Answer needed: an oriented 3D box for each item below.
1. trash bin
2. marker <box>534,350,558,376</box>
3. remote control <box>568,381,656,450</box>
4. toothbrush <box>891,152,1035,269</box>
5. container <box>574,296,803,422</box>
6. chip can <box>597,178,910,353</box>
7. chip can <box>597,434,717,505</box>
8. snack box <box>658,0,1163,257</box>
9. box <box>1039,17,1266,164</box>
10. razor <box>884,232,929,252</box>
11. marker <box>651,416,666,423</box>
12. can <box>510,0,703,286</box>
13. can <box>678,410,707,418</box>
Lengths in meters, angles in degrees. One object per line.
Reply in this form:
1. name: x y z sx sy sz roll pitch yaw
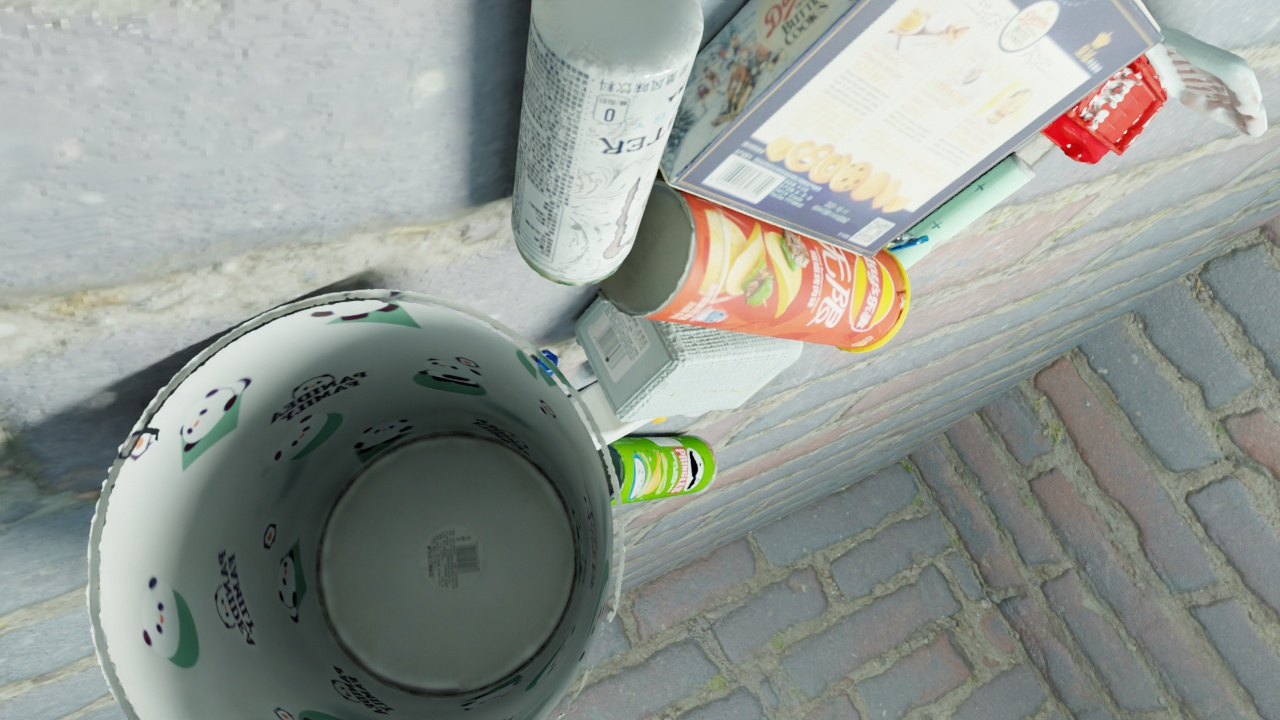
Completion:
1. trash bin: -0.128 0.108 0.515 0.229 0.229 0.252 -26 169 -9
2. marker: -0.089 0.034 0.685 0.016 0.017 0.146 -18 161 -31
3. remote control: -0.047 0.051 0.745 0.125 0.049 0.024 -29 161 1
4. toothbrush: 0.234 -0.098 0.790 0.225 0.027 0.026 -39 166 31
5. container: 0.028 -0.016 0.604 0.111 0.090 0.090 -8 154 -42
6. chip can: 0.072 -0.048 0.521 0.216 0.073 0.073 7 143 -47
7. chip can: 0.005 0.115 0.981 0.072 0.072 0.235 -35 161 20
8. snack box: 0.124 -0.132 0.429 0.177 0.045 0.183 10 140 -46
9. box: 0.361 -0.172 0.644 0.201 0.100 0.110 -3 139 -54
10. razor: 0.157 -0.089 0.706 0.142 0.022 0.043 -11 179 -31
11. marker: 0.010 0.038 0.859 0.018 0.015 0.124 -30 161 -1
12. can: -0.019 -0.088 0.365 0.058 0.058 0.147 -22 162 -20
13. can: 0.066 -0.003 0.757 0.053 0.053 0.135 -16 160 -35
